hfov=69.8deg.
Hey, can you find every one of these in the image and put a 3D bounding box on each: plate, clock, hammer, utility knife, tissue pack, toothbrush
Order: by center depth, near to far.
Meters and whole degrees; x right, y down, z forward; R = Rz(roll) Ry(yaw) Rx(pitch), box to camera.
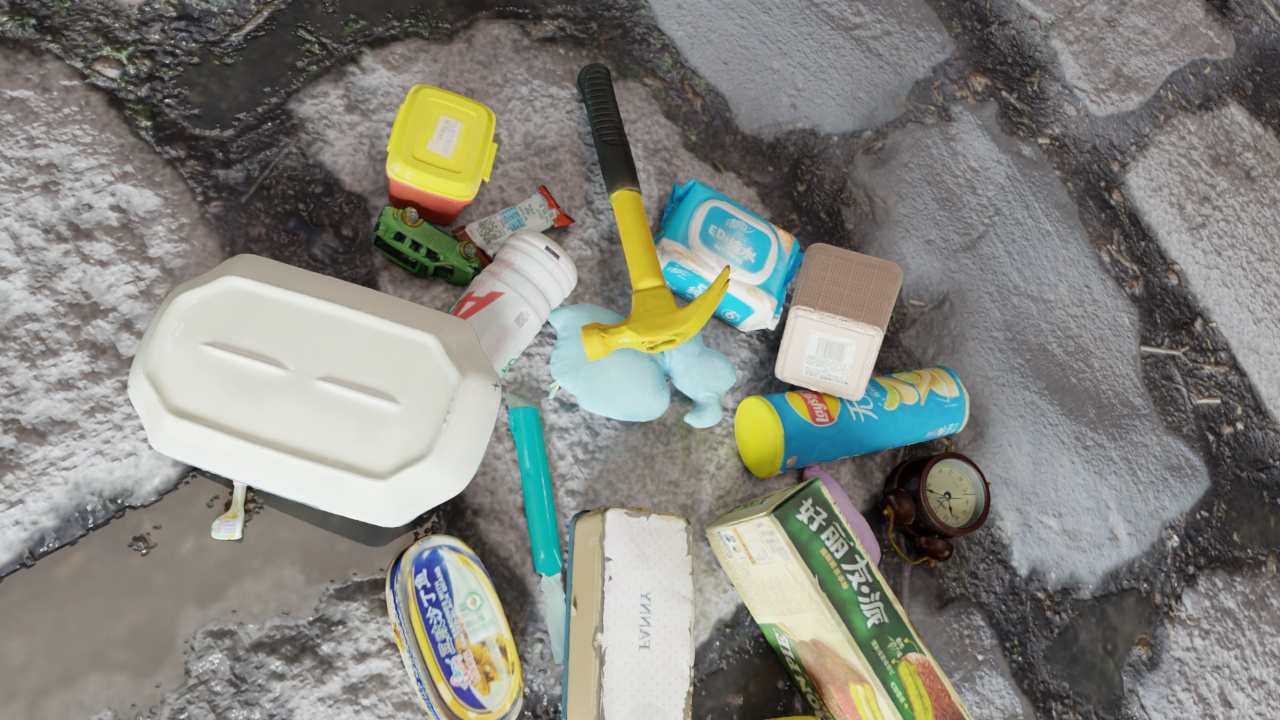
[{"bbox_3d":[-0.232,0.014,0.643,0.266,0.034,0.161,18,75,4],"label":"plate"},{"bbox_3d":[-0.287,0.034,0.670,0.020,0.029,0.189,33,52,-57],"label":"toothbrush"},{"bbox_3d":[-0.079,0.128,0.724,0.029,0.013,0.215,-2,72,-30],"label":"utility knife"},{"bbox_3d":[-0.011,-0.139,0.787,0.129,0.033,0.300,-13,62,-3],"label":"hammer"},{"bbox_3d":[0.076,-0.095,0.831,0.140,0.063,0.089,29,65,-10],"label":"tissue pack"},{"bbox_3d":[0.265,0.133,0.836,0.121,0.055,0.082,-42,91,-26],"label":"clock"}]

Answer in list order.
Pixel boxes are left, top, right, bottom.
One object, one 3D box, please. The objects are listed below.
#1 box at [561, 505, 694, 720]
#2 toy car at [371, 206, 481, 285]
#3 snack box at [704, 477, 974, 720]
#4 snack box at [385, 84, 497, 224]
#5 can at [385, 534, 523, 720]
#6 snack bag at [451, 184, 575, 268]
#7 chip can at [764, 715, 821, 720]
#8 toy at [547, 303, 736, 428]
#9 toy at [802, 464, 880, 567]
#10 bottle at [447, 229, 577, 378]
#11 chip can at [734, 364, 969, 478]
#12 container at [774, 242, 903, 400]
[{"bbox_3d":[-0.009,0.192,0.702,0.089,0.061,0.184,13,66,-27],"label":"box"},{"bbox_3d":[-0.173,-0.090,0.743,0.091,0.043,0.036,26,62,-10],"label":"toy car"},{"bbox_3d":[0.155,0.216,0.732,0.063,0.115,0.240,-30,86,-28],"label":"snack box"},{"bbox_3d":[-0.164,-0.163,0.748,0.082,0.080,0.091,16,67,-15],"label":"snack box"},{"bbox_3d":[-0.133,0.198,0.660,0.074,0.049,0.148,-18,81,-25],"label":"can"},{"bbox_3d":[-0.107,-0.116,0.786,0.104,0.026,0.048,-35,81,-26],"label":"snack bag"},{"bbox_3d":[0.118,0.383,0.688,0.071,0.072,0.210,-1,74,-22],"label":"chip can"},{"bbox_3d":[-0.005,0.004,0.772,0.155,0.050,0.161,-34,79,-35],"label":"toy"},{"bbox_3d":[0.171,0.144,0.800,0.108,0.039,0.083,54,34,-3],"label":"toy"},{"bbox_3d":[-0.129,-0.014,0.719,0.068,0.068,0.196,39,69,-6],"label":"bottle"},{"bbox_3d":[0.192,0.052,0.824,0.210,0.071,0.071,-8,76,-24],"label":"chip can"},{"bbox_3d":[0.170,-0.031,0.801,0.090,0.090,0.110,17,38,11],"label":"container"}]
